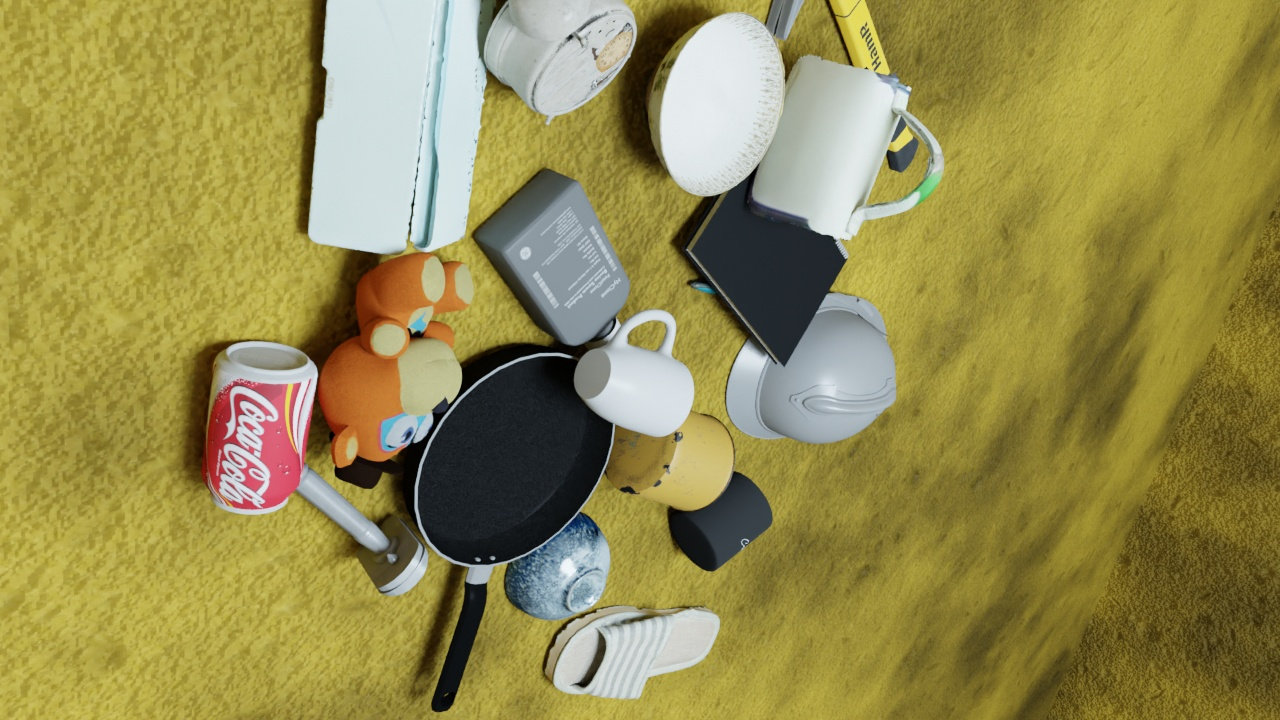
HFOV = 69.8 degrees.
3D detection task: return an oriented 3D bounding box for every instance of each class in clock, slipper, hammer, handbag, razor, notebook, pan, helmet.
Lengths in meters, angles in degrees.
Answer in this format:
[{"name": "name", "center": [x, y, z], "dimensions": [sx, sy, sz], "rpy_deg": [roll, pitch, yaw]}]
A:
[{"name": "clock", "center": [-0.051, -0.219, 0.614], "dimensions": [0.103, 0.061, 0.157], "rpy_deg": [-40, 171, 0]}, {"name": "slipper", "center": [0.005, 0.334, 1.058], "dimensions": [0.272, 0.054, 0.114], "rpy_deg": [13, 108, -48]}, {"name": "hammer", "center": [0.225, -0.298, 0.917], "dimensions": [0.169, 0.034, 0.324], "rpy_deg": [-52, 140, -7]}, {"name": "handbag", "center": [0.194, -0.176, 0.809], "dimensions": [0.073, 0.176, 0.151], "rpy_deg": [6, 106, -42]}, {"name": "razor", "center": [-0.223, 0.121, 0.702], "dimensions": [0.047, 0.088, 0.116], "rpy_deg": [-47, 118, -14]}, {"name": "notebook", "center": [0.133, -0.108, 0.919], "dimensions": [0.148, 0.016, 0.206], "rpy_deg": [-58, 135, -13]}, {"name": "pan", "center": [-0.136, 0.151, 0.813], "dimensions": [0.203, 0.044, 0.356], "rpy_deg": [6, 109, -46]}, {"name": "helmet", "center": [0.231, 0.028, 1.044], "dimensions": [0.270, 0.118, 0.184], "rpy_deg": [-8, 118, -37]}]

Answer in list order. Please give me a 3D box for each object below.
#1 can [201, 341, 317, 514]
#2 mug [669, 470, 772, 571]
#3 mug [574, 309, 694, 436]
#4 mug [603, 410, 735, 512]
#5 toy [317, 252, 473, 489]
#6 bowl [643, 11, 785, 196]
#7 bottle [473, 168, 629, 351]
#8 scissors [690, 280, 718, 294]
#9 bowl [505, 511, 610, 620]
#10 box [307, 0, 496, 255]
[{"name": "can", "center": [-0.257, 0.045, 0.617], "dimensions": [0.064, 0.064, 0.105], "rpy_deg": [-3, 115, -44]}, {"name": "mug", "center": [0.086, 0.189, 1.041], "dimensions": [0.087, 0.078, 0.114], "rpy_deg": [-32, 158, -28]}, {"name": "mug", "center": [-0.005, 0.005, 0.782], "dimensions": [0.089, 0.071, 0.107], "rpy_deg": [20, 86, -45]}, {"name": "mug", "center": [0.024, 0.079, 0.898], "dimensions": [0.094, 0.101, 0.123], "rpy_deg": [24, 55, -47]}, {"name": "toy", "center": [-0.177, 0.005, 0.653], "dimensions": [0.176, 0.096, 0.112], "rpy_deg": [-59, 173, 7]}, {"name": "bowl", "center": [0.049, -0.216, 0.764], "dimensions": [0.144, 0.063, 0.145], "rpy_deg": [-23, 128, -35]}, {"name": "bottle", "center": [-0.058, -0.064, 0.762], "dimensions": [0.083, 0.046, 0.174], "rpy_deg": [-46, 137, -15]}, {"name": "scissors", "center": [0.102, -0.088, 0.926], "dimensions": [0.124, 0.019, 0.156], "rpy_deg": [-40, 134, -20]}, {"name": "bowl", "center": [-0.069, 0.212, 0.904], "dimensions": [0.114, 0.061, 0.114], "rpy_deg": [-24, 128, -35]}, {"name": "box", "center": [-0.155, -0.172, 0.612], "dimensions": [0.126, 0.074, 0.198], "rpy_deg": [-23, 131, -57]}]
